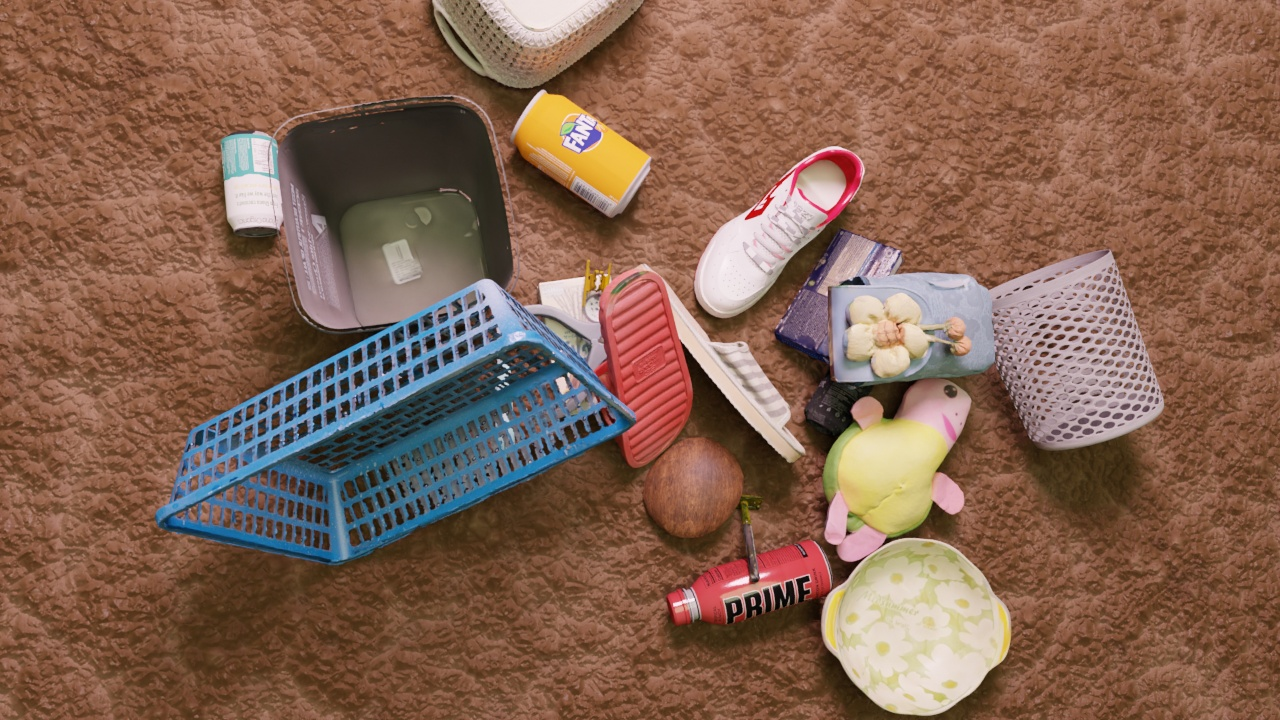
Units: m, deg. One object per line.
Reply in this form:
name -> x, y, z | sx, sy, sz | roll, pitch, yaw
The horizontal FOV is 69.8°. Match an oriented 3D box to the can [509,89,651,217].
can -> -0.064, -0.225, 0.998 | 0.142, 0.079, 0.079 | 34, 81, -5

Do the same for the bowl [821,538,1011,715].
bowl -> 0.297, 0.291, 1.022 | 0.219, 0.060, 0.188 | 7, 84, -9

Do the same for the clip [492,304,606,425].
clip -> -0.092, -0.030, 0.975 | 0.172, 0.031, 0.164 | -42, 95, -12

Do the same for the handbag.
handbag -> 0.289, -0.032, 0.962 | 0.191, 0.119, 0.122 | -2, 93, -17

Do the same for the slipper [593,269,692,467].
slipper -> -0.006, 0.006, 0.948 | 0.103, 0.059, 0.249 | -31, 135, -25

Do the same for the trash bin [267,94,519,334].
trash bin -> -0.227, -0.118, 0.892 | 0.197, 0.220, 0.197 | -11, 87, -10

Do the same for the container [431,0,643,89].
container -> -0.095, -0.420, 0.977 | 0.251, 0.143, 0.185 | -41, 106, -10

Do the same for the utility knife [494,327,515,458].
utility knife -> -0.149, 0.034, 0.999 | 0.022, 0.015, 0.147 | -2, 82, -8

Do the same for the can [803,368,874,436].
can -> 0.238, 0.019, 1.037 | 0.054, 0.054, 0.137 | 34, 81, -5

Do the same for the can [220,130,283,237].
can -> -0.403, -0.183, 0.954 | 0.055, 0.055, 0.101 | -6, 86, -9

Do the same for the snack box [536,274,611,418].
snack box -> -0.061, -0.016, 1.008 | 0.082, 0.026, 0.150 | -10, 86, -11

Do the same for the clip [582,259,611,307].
clip -> -0.048, -0.083, 0.984 | 0.048, 0.046, 0.054 | 2, 83, 36

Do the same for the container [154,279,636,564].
container -> -0.213, 0.063, 0.838 | 0.363, 0.257, 0.089 | -25, 64, 10

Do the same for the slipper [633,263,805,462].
slipper -> 0.089, -0.004, 0.994 | 0.054, 0.114, 0.272 | -42, 90, 11

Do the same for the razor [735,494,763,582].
razor -> 0.117, 0.192, 0.993 | 0.042, 0.026, 0.105 | 6, 46, -10

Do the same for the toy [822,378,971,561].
toy -> 0.281, 0.114, 1.019 | 0.190, 0.088, 0.238 | 40, 79, -15

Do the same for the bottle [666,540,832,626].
bottle -> 0.116, 0.247, 0.996 | 0.176, 0.062, 0.062 | -14, 87, -10

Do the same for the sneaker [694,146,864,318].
sneaker -> 0.157, -0.148, 1.013 | 0.236, 0.104, 0.090 | -43, 93, -9

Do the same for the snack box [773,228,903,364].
snack box -> 0.225, -0.072, 1.037 | 0.082, 0.027, 0.150 | 29, 81, 27

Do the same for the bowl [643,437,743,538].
bowl -> 0.057, 0.136, 0.999 | 0.102, 0.026, 0.114 | 41, 82, 15

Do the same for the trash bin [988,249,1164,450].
trash bin -> 0.479, -0.009, 1.028 | 0.156, 0.156, 0.183 | -24, 92, -10
